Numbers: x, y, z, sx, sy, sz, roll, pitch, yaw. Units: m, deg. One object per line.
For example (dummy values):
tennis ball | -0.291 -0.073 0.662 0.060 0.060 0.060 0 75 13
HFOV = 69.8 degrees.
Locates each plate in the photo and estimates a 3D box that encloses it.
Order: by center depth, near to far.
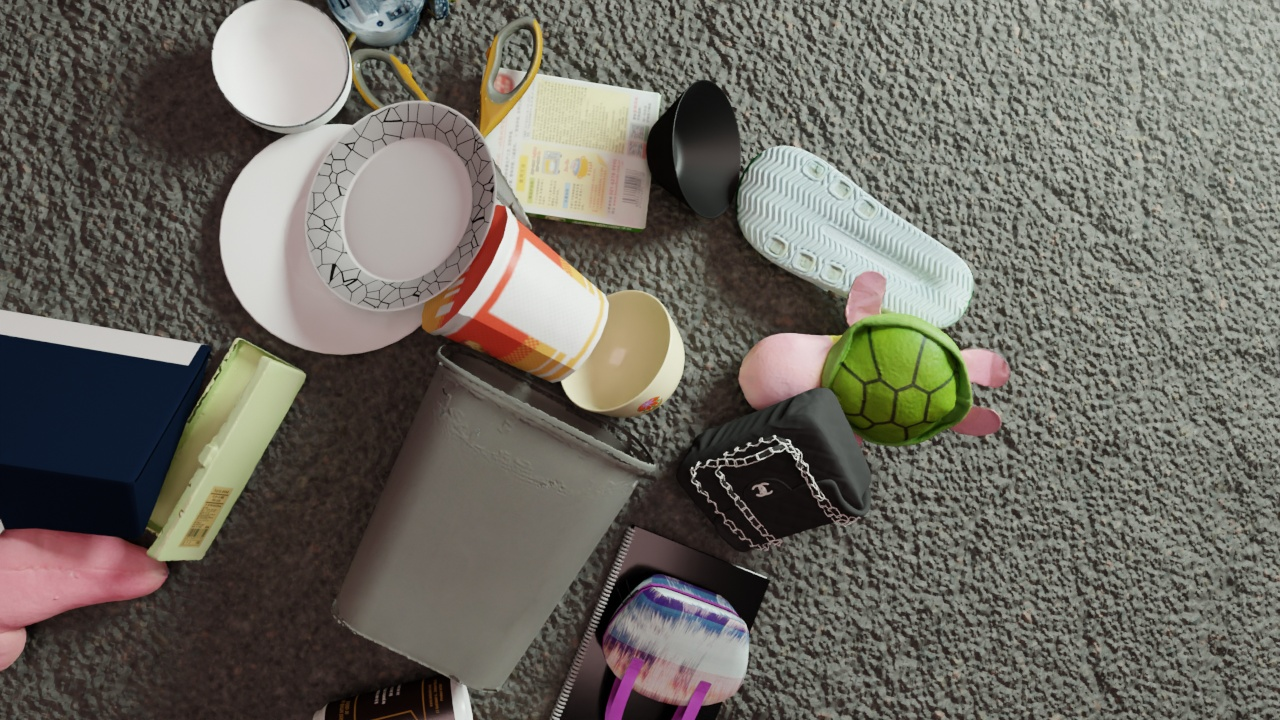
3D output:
plate | -0.206 -0.133 0.795 0.189 0.016 0.188 -4 79 18
plate | -0.270 -0.109 0.833 0.208 0.015 0.208 0 88 -8

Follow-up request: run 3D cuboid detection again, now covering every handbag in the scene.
handbag | 0.120 0.114 0.815 0.154 0.114 0.125 -26 104 29
handbag | 0.020 0.292 0.838 0.144 0.068 0.170 22 92 -11

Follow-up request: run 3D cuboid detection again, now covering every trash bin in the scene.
trash bin | -0.129 0.129 0.772 0.197 0.197 0.220 28 91 -7

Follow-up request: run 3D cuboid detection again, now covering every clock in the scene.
clock | -0.225 -0.338 0.827 0.129 0.052 0.090 -30 93 -7

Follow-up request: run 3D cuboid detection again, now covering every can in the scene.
can | -0.215 0.324 0.807 0.128 0.072 0.072 -11 91 -9

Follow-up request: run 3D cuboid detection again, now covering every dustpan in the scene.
dustpan | -0.504 0.080 0.722 0.236 0.272 0.080 10 127 -9

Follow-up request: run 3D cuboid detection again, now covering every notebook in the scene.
notebook | 0.018 0.278 0.873 0.149 0.016 0.206 23 86 -9

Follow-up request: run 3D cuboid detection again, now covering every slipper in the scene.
slipper | 0.198 -0.108 0.876 0.245 0.074 0.104 31 92 2

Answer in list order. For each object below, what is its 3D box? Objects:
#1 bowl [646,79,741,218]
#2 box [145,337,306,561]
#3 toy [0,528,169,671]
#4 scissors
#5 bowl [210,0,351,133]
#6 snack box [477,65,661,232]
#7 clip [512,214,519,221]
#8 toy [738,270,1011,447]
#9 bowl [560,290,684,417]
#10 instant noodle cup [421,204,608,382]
bowl | 0.041 -0.194 0.854 0.053 0.124 0.124 4 88 34
box | -0.373 0.072 0.795 0.083 0.091 0.188 26 81 16
toy | -0.518 0.164 0.756 0.236 0.097 0.192 10 83 -19
scissors | -0.154 -0.220 0.829 0.225 0.016 0.225 -42 91 -1
bowl | -0.310 -0.253 0.807 0.113 0.063 0.113 0 88 -9
snack box | -0.071 -0.197 0.861 0.168 0.027 0.132 7 87 -8
clip | -0.138 -0.124 0.851 0.062 0.024 0.045 12 87 -3
toy | 0.212 0.016 0.844 0.238 0.087 0.190 10 124 13
bowl | -0.005 0.005 0.839 0.074 0.118 0.118 37 81 -49
instant noodle cup | -0.104 -0.050 0.801 0.121 0.123 0.123 32 84 -28
